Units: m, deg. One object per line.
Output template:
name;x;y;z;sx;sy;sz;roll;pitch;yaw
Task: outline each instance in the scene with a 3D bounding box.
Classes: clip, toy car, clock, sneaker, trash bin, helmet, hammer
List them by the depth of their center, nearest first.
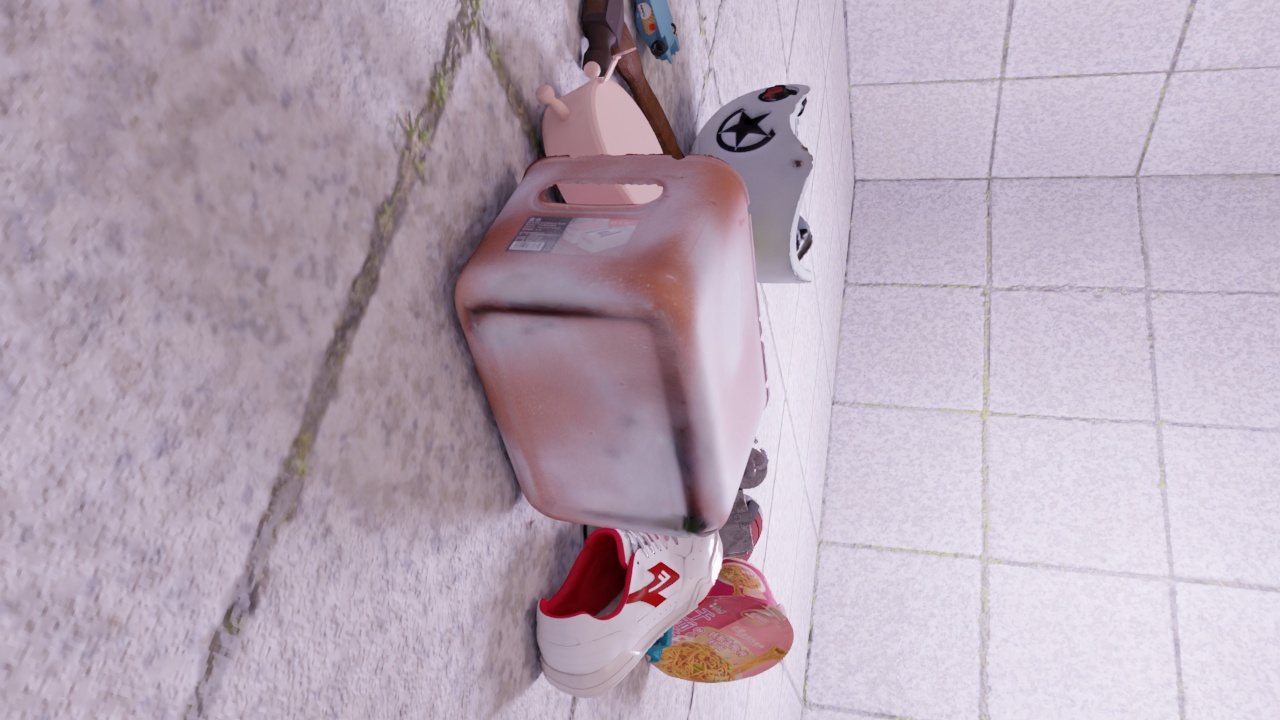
trash bin;-0.012;-0.001;0.690;0.157;0.182;0.260;-67;154;-44
clock;-0.014;-0.166;0.759;0.160;0.086;0.130;68;24;-19
sneaker;-0.006;0.185;0.830;0.235;0.090;0.104;-35;124;-42
hammer;0.005;-0.274;0.951;0.323;0.033;0.115;46;51;-68
toy car;0.009;-0.364;0.955;0.060;0.028;0.108;-68;145;-46
hammer;0.087;0.122;0.960;0.327;0.079;0.176;117;-35;-78
clip;-0.011;0.296;0.976;0.120;0.104;0.027;76;27;-59
helmet;0.136;-0.223;1.158;0.237;0.164;0.263;78;15;-50

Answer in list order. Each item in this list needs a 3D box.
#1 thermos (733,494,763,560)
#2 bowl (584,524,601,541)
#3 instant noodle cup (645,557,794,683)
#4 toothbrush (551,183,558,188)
thermos;0.122;0.253;1.292;0.108;0.084;0.198;-54;174;25
bowl;-0.012;0.147;0.942;0.157;0.039;0.157;3;89;-73
instant noodle cup;0.091;0.308;1.109;0.077;0.179;0.179;-92;172;-50
toothbrush;-0.048;-0.191;0.821;0.166;0.016;0.016;-68;151;-51
